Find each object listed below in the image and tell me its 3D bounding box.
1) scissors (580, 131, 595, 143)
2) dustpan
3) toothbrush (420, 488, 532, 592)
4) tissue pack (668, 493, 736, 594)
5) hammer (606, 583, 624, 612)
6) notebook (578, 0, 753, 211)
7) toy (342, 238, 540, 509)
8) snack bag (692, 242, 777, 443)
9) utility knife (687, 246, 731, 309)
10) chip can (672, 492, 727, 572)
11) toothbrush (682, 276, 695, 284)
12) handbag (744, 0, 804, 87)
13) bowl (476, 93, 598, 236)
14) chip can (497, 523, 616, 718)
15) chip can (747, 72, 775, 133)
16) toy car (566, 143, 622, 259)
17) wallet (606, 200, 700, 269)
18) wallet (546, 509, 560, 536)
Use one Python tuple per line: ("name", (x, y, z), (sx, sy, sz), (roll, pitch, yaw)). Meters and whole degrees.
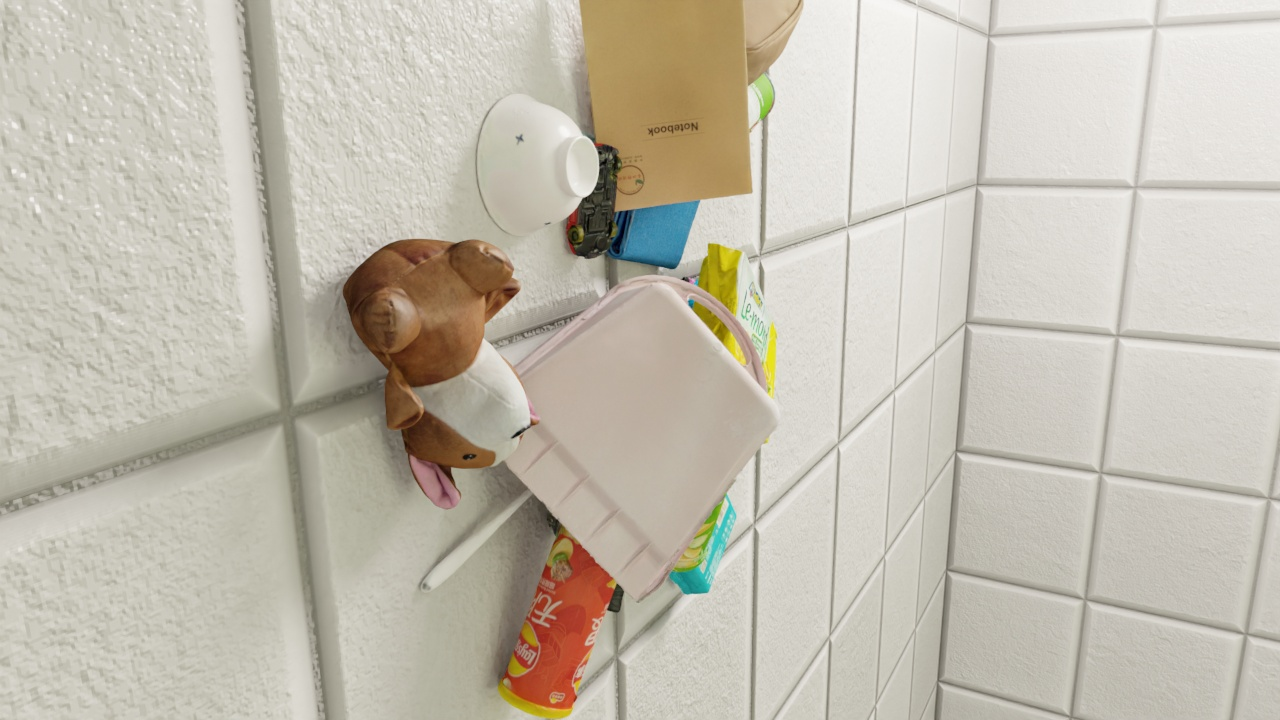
("scissors", (-0.033, -0.207, 0.881), (0.133, 0.017, 0.133), (14, 89, -61))
("dustpan", (0.007, 0.047, 0.843), (0.273, 0.139, 0.222), (-40, 95, -8))
("toothbrush", (-0.118, 0.136, 0.780), (0.179, 0.016, 0.016), (-40, 124, -37))
("tissue pack", (0.071, 0.218, 1.131), (0.133, 0.050, 0.093), (-65, 149, -28))
("hammer", (0.004, 0.119, 0.991), (0.129, 0.033, 0.300), (46, 58, -71))
("notebook", (0.027, -0.245, 0.841), (0.008, 0.148, 0.208), (-107, -170, -64))
("toy", (-0.129, 0.009, 0.657), (0.139, 0.130, 0.200), (-37, 139, -32))
("snack bag", (0.102, -0.008, 1.044), (0.246, 0.068, 0.157), (53, 41, -61))
("utility knife", (0.062, -0.076, 1.067), (0.217, 0.018, 0.034), (-49, 155, -42))
("chip can", (0.059, 0.140, 0.992), (0.072, 0.072, 0.222), (-48, 158, -46))
("toothbrush", (0.098, -0.078, 1.145), (0.189, 0.018, 0.014), (20, 78, -59))
("handbag", (0.075, -0.342, 0.928), (0.203, 0.148, 0.100), (-50, 173, -44))
("bowl", (-0.074, -0.162, 0.765), (0.118, 0.065, 0.118), (-22, 116, -58))
("chip can", (-0.059, 0.210, 0.838), (0.073, 0.073, 0.216), (27, 83, -60))
("chip can", (0.085, -0.258, 0.982), (0.235, 0.072, 0.072), (-55, 142, -55))
("toy car", (-0.046, -0.147, 0.848), (0.049, 0.031, 0.106), (-16, 120, -38))
("wallet", (0.015, -0.151, 0.953), (0.132, 0.040, 0.106), (-2, 110, -62))
("wallet", (-0.057, 0.099, 0.888), (0.106, 0.037, 0.130), (-38, 128, -53))
